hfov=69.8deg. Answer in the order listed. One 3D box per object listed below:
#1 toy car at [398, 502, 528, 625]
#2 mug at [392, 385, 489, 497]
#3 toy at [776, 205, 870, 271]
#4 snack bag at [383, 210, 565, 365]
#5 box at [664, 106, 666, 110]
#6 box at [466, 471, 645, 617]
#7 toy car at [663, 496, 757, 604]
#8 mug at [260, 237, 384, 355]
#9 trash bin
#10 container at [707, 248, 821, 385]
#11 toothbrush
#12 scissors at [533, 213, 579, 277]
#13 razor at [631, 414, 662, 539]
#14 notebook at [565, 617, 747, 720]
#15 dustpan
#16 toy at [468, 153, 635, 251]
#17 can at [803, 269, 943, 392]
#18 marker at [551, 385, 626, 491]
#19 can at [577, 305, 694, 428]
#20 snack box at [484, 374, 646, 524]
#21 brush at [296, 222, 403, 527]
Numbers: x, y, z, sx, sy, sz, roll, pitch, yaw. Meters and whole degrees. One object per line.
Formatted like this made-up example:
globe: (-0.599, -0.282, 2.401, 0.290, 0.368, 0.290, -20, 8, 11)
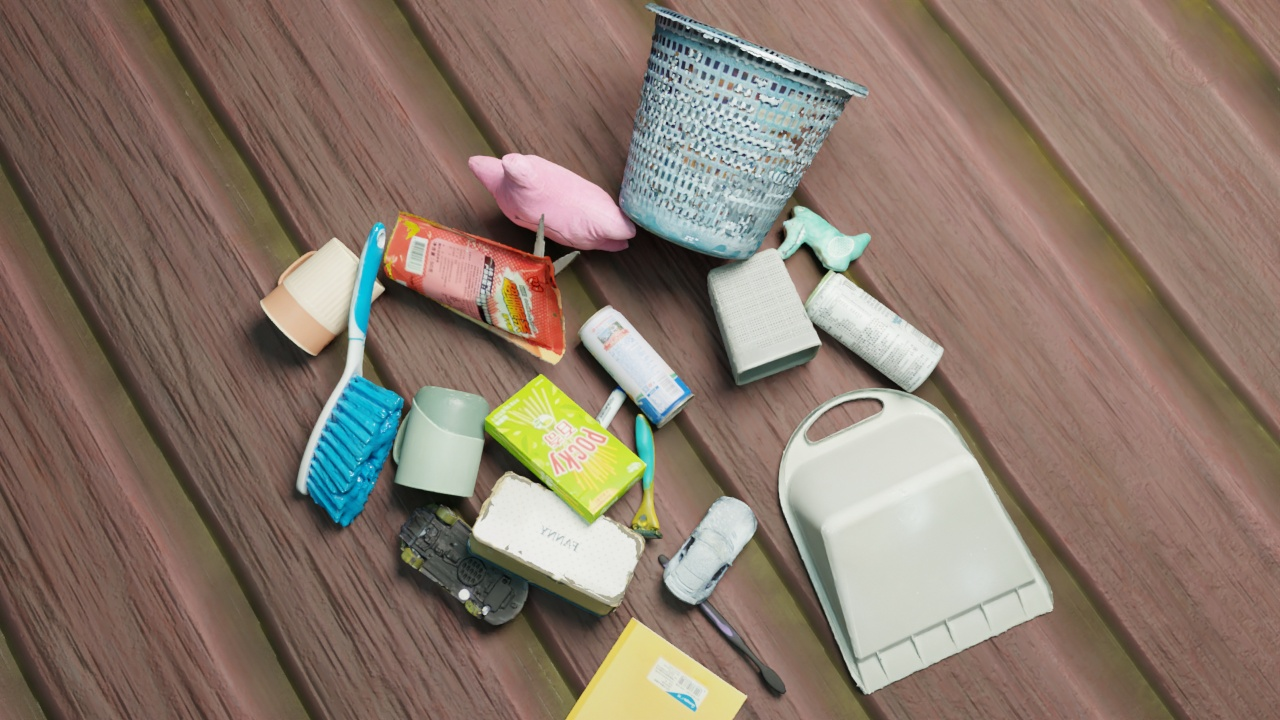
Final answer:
toy car: (-0.187, 0.216, 0.973, 0.158, 0.042, 0.070, 38, 84, 10)
mug: (-0.219, 0.084, 0.981, 0.112, 0.082, 0.106, 5, 82, 36)
toy: (0.191, -0.129, 0.996, 0.092, 0.030, 0.096, 40, 66, 11)
snack bag: (-0.170, -0.083, 0.967, 0.208, 0.129, 0.073, 22, 44, 21)
box: (0.094, -0.240, 1.011, 0.164, 0.056, 0.070, 42, 71, 9)
box: (-0.093, 0.186, 0.942, 0.184, 0.061, 0.089, 27, 60, 4)
toy car: (0.073, 0.198, 0.958, 0.054, 0.037, 0.120, 37, 79, 9)
mug: (-0.355, -0.079, 1.014, 0.106, 0.082, 0.114, -43, 52, -4)
trash bin: (0.078, -0.215, 0.902, 0.226, 0.226, 0.195, 25, 111, 7)
container: (0.125, -0.046, 0.964, 0.090, 0.090, 0.114, -19, 78, 1)
toothbrush: (0.084, 0.275, 0.962, 0.014, 0.017, 0.189, -41, 78, -14)
scissors: (-0.111, -0.078, 0.965, 0.014, 0.178, 0.159, -37, 120, -37)
razor: (0.004, 0.123, 0.978, 0.043, 0.028, 0.132, -5, 84, 30)
notebook: (-0.006, 0.395, 0.952, 0.146, 0.010, 0.206, 33, 86, 8)
dustpan: (0.268, 0.168, 0.963, 0.223, 0.142, 0.258, -25, 110, 0)
toy: (-0.089, -0.163, 0.969, 0.194, 0.179, 0.074, 26, 86, -27)
can: (0.243, -0.031, 0.967, 0.147, 0.058, 0.058, 37, 86, 8)
marker: (-0.057, 0.092, 0.993, 0.017, 0.017, 0.145, 32, 86, 8)
can: (-0.006, 0.006, 0.983, 0.053, 0.053, 0.134, -42, 81, -2)
snack box: (-0.078, 0.090, 0.955, 0.156, 0.026, 0.085, 40, 56, 17)
brush: (-0.295, 0.018, 0.971, 0.109, 0.060, 0.315, 29, 102, 16)
